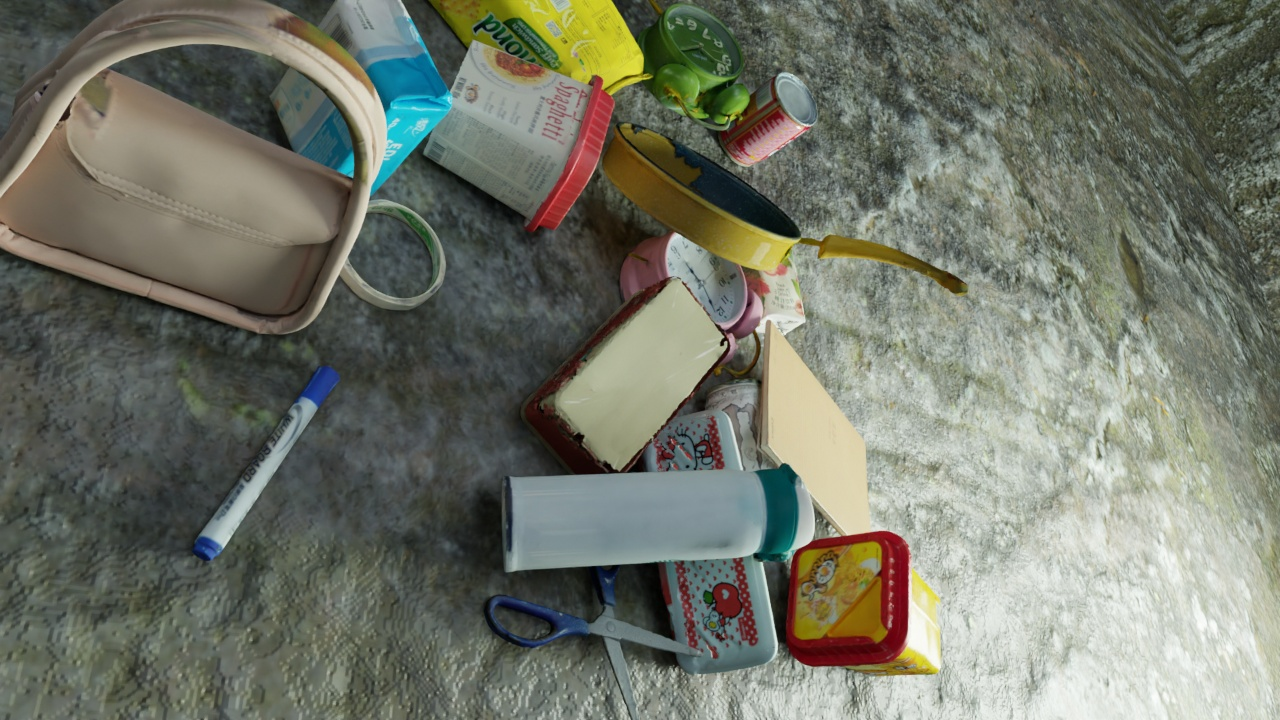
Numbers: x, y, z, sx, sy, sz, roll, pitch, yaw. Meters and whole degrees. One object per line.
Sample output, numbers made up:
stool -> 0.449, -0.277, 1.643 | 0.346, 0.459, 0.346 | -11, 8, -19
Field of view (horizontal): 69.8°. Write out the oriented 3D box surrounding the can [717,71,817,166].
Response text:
can -> 0.137, -0.260, 1.000 | 0.066, 0.094, 0.066 | 19, 58, -34

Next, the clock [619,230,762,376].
clock -> 0.055, -0.053, 0.852 | 0.158, 0.060, 0.116 | 53, 46, -9

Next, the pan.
pan -> 0.133, -0.127, 0.847 | 0.357, 0.078, 0.197 | 30, 22, -5

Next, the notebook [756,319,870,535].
notebook -> 0.169, 0.079, 0.873 | 0.211, 0.012, 0.149 | 46, 37, -35

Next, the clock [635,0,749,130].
clock -> 0.056, -0.305, 0.964 | 0.116, 0.056, 0.161 | 6, 60, -31

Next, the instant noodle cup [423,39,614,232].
instant noodle cup -> -0.101, -0.187, 0.752 | 0.124, 0.117, 0.116 | 23, 55, -17

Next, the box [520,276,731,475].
box -> -0.006, 0.011, 0.730 | 0.091, 0.077, 0.167 | 50, 59, -11

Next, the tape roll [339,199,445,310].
tape roll -> -0.187, -0.079, 0.685 | 0.085, 0.014, 0.085 | 19, 59, -34

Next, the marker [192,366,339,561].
marker -> -0.232, 0.061, 0.576 | 0.017, 0.017, 0.145 | 39, 49, -20

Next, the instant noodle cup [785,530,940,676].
instant noodle cup -> 0.206, 0.226, 0.820 | 0.123, 0.116, 0.115 | 38, 49, -37

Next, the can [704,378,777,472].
can -> 0.097, 0.094, 0.818 | 0.058, 0.058, 0.146 | 6, 67, -39

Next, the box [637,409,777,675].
box -> 0.059, 0.143, 0.734 | 0.095, 0.098, 0.201 | 3, 68, -39

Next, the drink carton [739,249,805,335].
drink carton -> 0.128, -0.089, 0.943 | 0.053, 0.046, 0.122 | 5, 65, -28

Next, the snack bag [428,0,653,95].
snack bag -> -0.101, -0.331, 0.847 | 0.246, 0.068, 0.157 | 50, 46, -12

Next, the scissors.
scissors -> -0.031, 0.185, 0.673 | 0.173, 0.012, 0.162 | 18, 47, -18

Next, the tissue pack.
tissue pack -> -0.194, -0.181, 0.643 | 0.063, 0.140, 0.090 | -17, 76, -53

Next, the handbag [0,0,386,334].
handbag -> -0.235, -0.112, 0.503 | 0.193, 0.235, 0.093 | 19, 60, -34

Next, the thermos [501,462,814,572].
thermos -> 0.014, 0.115, 0.661 | 0.224, 0.073, 0.073 | -1, 67, -11
